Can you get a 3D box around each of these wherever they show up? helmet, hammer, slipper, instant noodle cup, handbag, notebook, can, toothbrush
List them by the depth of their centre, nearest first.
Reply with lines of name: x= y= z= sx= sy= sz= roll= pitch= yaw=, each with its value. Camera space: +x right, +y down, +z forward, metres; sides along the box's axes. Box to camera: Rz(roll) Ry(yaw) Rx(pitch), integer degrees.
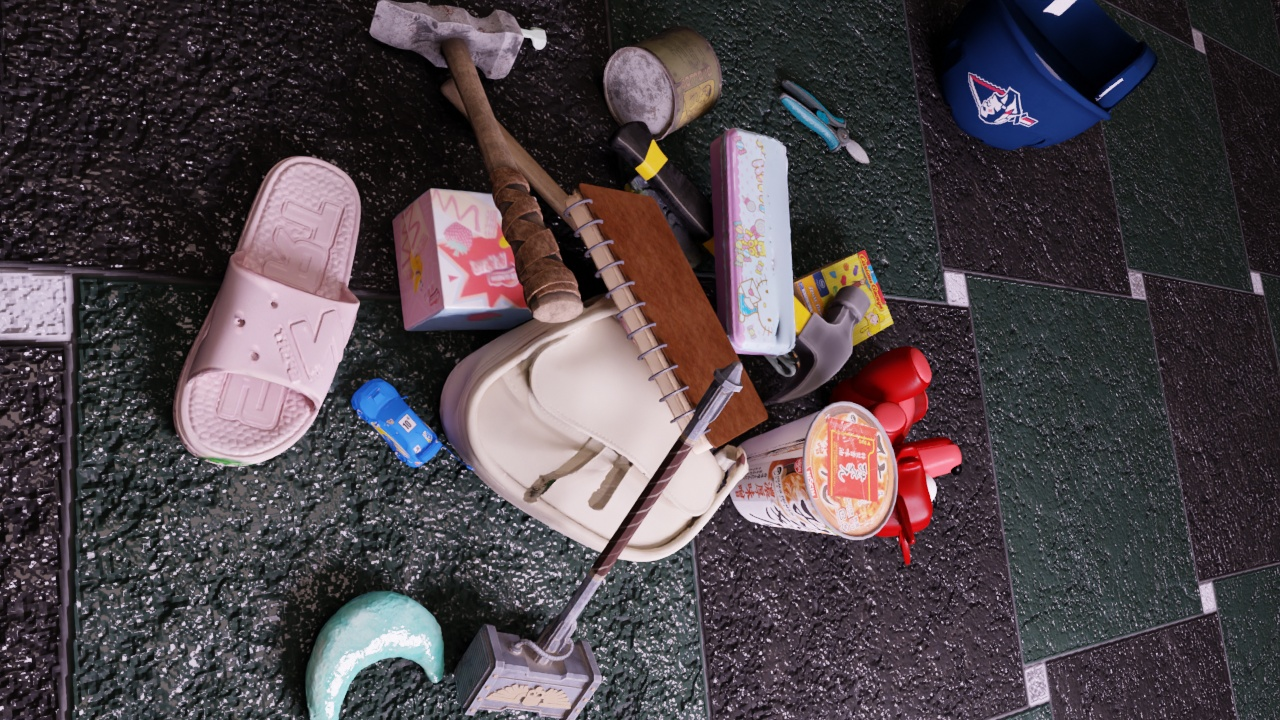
slipper: x=-0.247 y=-0.042 z=0.643 sx=0.094 sy=0.065 sz=0.239 roll=22 pitch=65 yaw=-31
hammer: x=-0.017 y=0.132 z=0.653 sx=0.098 sy=0.044 sz=0.323 roll=20 pitch=112 yaw=-32
hammer: x=-0.113 y=-0.162 z=0.704 sx=0.121 sy=0.049 sz=0.318 roll=-4 pitch=57 yaw=-34
handbag: x=-0.023 y=0.064 z=0.718 sx=0.183 sy=0.132 sz=0.229 roll=-42 pitch=112 yaw=-16
notebook: x=0.024 y=-0.037 z=0.751 sx=0.225 sy=0.024 sz=0.167 roll=63 pitch=23 yaw=6
toothbrush: x=-0.151 y=-0.294 z=0.804 sx=0.154 sy=0.015 sz=0.022 roll=-4 pitch=79 yaw=-37
hammer: x=-0.054 y=-0.118 z=0.814 sx=0.331 sy=0.031 sz=0.119 roll=44 pitch=26 yaw=-12
instant noodle cup: x=0.154 y=0.109 z=0.868 sx=0.123 sy=0.122 sz=0.123 roll=9 pitch=74 yaw=-35
can: x=0.022 y=-0.265 z=0.878 sx=0.074 sy=0.090 sz=0.090 roll=-37 pitch=102 yaw=-37
hammer: x=0.088 y=-0.100 z=0.883 sx=0.324 sy=0.034 sz=0.169 roll=45 pitch=62 yaw=-16
helmet: x=0.495 y=-0.376 z=1.165 sx=0.232 sy=0.224 sz=0.271 roll=46 pitch=25 yaw=-3

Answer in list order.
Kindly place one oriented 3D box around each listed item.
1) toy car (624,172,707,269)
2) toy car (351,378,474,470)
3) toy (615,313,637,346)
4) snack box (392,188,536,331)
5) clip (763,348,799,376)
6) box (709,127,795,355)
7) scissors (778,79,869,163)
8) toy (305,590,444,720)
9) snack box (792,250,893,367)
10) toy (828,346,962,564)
toy car: x=0.022 y=-0.134 z=0.883 sx=0.047 sy=0.033 sz=0.105 roll=-35 pitch=99 yaw=-34
toy car: x=-0.167 y=0.050 z=0.681 sx=0.092 sy=0.062 sz=0.033 roll=51 pitch=55 yaw=-16
toy: x=-0.005 y=0.005 z=0.823 sx=0.104 sy=0.053 sz=0.108 roll=-10 pitch=83 yaw=-49
snack box: x=-0.134 y=-0.077 z=0.724 sx=0.092 sy=0.080 sz=0.094 roll=-2 pitch=81 yaw=-37
clip: x=0.136 y=-0.016 z=0.949 sx=0.076 sy=0.023 sz=0.044 roll=43 pitch=59 yaw=-19
box: x=0.106 y=-0.110 z=0.859 sx=0.076 sy=0.033 sz=0.214 roll=4 pitch=79 yaw=-29
scissors: x=0.218 y=-0.280 z=1.072 sx=0.136 sy=0.019 sz=0.138 roll=-14 pitch=87 yaw=-37
toy: x=-0.190 y=0.207 z=0.649 sx=0.105 sy=0.033 sz=0.085 roll=-18 pitch=101 yaw=-39
snack box: x=0.209 y=-0.057 z=1.000 sx=0.125 sy=0.040 sz=0.088 roll=-25 pitch=95 yaw=-38
toy: x=0.265 y=0.099 z=0.944 sx=0.158 sy=0.120 sz=0.197 roll=61 pitch=21 yaw=-67
